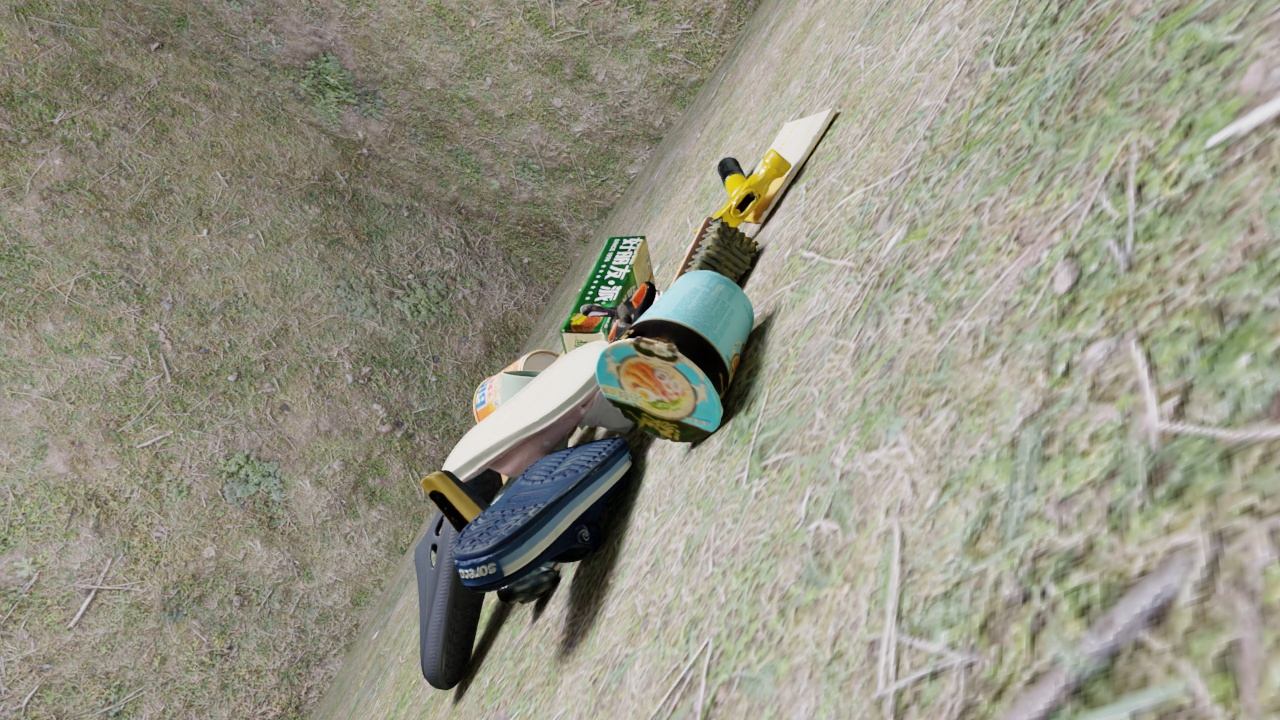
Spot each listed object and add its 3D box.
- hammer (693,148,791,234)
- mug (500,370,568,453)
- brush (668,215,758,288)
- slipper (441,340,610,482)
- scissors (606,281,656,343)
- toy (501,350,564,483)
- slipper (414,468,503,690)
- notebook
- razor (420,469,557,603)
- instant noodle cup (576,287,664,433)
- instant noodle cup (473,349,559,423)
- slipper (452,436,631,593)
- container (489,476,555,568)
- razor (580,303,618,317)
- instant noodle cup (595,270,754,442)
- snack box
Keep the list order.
[{"bbox_3d":[0.116,-0.214,1.119,0.129,0.033,0.300,-48,11,16],"label":"hammer"},{"bbox_3d":[-0.116,0.069,1.068,0.112,0.082,0.106,8,96,52],"label":"mug"},{"bbox_3d":[0.062,-0.073,0.943,0.145,0.063,0.073,-62,15,-17],"label":"brush"},{"bbox_3d":[-0.114,0.068,0.971,0.275,0.054,0.114,-34,23,32],"label":"slipper"},{"bbox_3d":[0.001,-0.045,0.921,0.125,0.021,0.235,-60,11,-10],"label":"scissors"},{"bbox_3d":[-0.132,0.083,1.196,0.144,0.082,0.225,-8,70,60],"label":"toy"},{"bbox_3d":[-0.226,0.236,1.060,0.111,0.083,0.267,53,-137,-68],"label":"slipper"},{"bbox_3d":[0.160,-0.226,1.085,0.146,0.010,0.206,-56,10,6],"label":"notebook"},{"bbox_3d":[-0.156,0.176,0.921,0.062,0.167,0.067,-45,-3,42],"label":"razor"},{"bbox_3d":[-0.006,0.006,1.031,0.173,0.060,0.138,-56,10,4],"label":"instant noodle cup"},{"bbox_3d":[-0.159,0.062,1.384,0.112,0.151,0.151,-39,19,38],"label":"instant noodle cup"},{"bbox_3d":[-0.072,0.146,0.838,0.105,0.095,0.252,-13,11,26],"label":"slipper"},{"bbox_3d":[-0.132,0.184,1.017,0.090,0.090,0.111,-52,8,26],"label":"container"},{"bbox_3d":[-0.008,-0.058,1.103,0.043,0.142,0.022,-46,54,49],"label":"razor"},{"bbox_3d":[0.039,-0.012,0.766,0.120,0.111,0.111,-55,6,-38],"label":"instant noodle cup"},{"bbox_3d":[-0.035,-0.059,1.210,0.239,0.063,0.115,-70,-25,-50],"label":"snack box"}]
